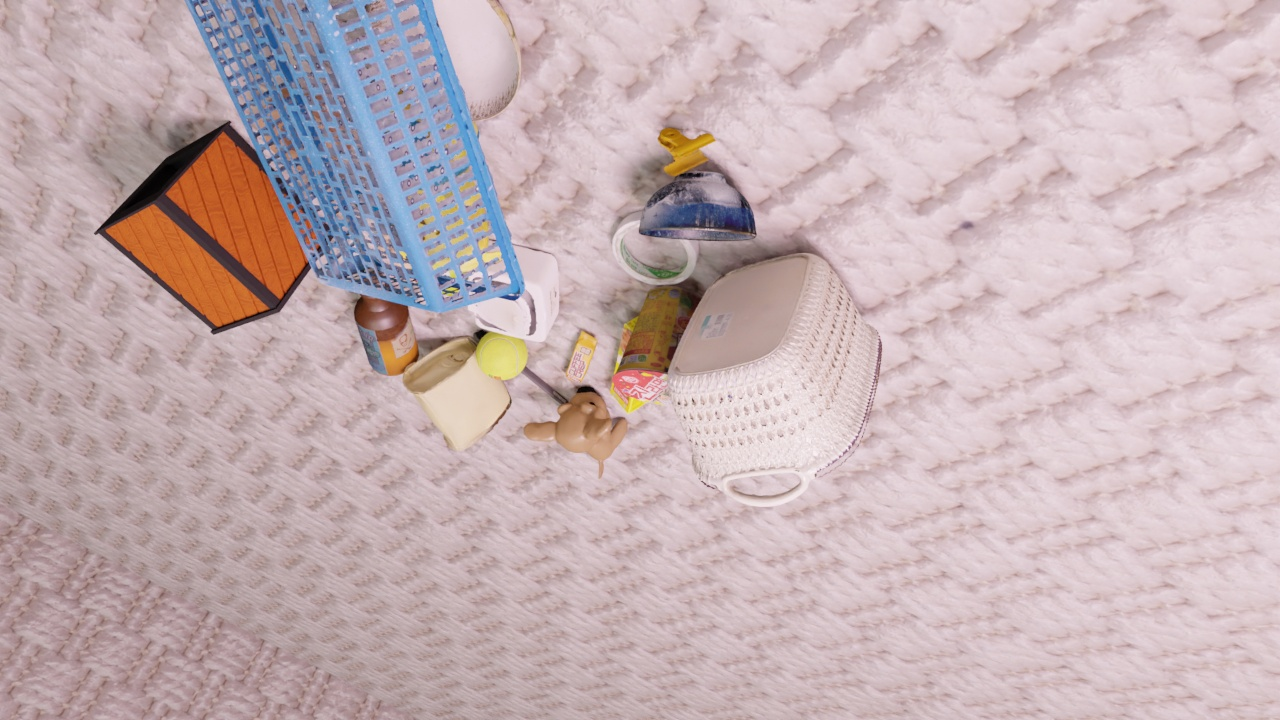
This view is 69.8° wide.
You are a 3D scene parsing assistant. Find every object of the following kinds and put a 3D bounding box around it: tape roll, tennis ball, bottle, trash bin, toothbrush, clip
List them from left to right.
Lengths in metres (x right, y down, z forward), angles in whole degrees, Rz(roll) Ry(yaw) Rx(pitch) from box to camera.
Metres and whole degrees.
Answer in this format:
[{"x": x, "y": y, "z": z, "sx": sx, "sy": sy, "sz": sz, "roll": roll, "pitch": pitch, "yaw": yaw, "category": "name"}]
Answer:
[{"x": -0.491, "y": -0.150, "z": 1.076, "sx": 0.140, "sy": 0.139, "sz": 0.172, "roll": -12, "pitch": 132, "yaw": 35, "category": "trash bin"}, {"x": -0.362, "y": -0.246, "z": 0.991, "sx": 0.094, "sy": 0.027, "sz": 0.094, "roll": 13, "pitch": 142, "yaw": 10, "category": "tape roll"}, {"x": -0.331, "y": -0.052, "z": 1.182, "sx": 0.068, "sy": 0.067, "sz": 0.157, "roll": 13, "pitch": 142, "yaw": 9, "category": "bottle"}, {"x": -0.176, "y": -0.008, "z": 1.168, "sx": 0.065, "sy": 0.065, "sz": 0.065, "roll": 13, "pitch": 142, "yaw": 10, "category": "tennis ball"}, {"x": -0.157, "y": 0.013, "z": 1.228, "sx": 0.013, "sy": 0.012, "sz": 0.167, "roll": -29, "pitch": 121, "yaw": 35, "category": "toothbrush"}, {"x": 0.016, "y": -0.119, "z": 0.984, "sx": 0.094, "sy": 0.018, "sz": 0.094, "roll": 13, "pitch": 142, "yaw": 10, "category": "tape roll"}, {"x": 0.039, "y": -0.198, "z": 0.860, "sx": 0.047, "sy": 0.054, "sz": 0.048, "roll": 9, "pitch": 125, "yaw": 49, "category": "clip"}]

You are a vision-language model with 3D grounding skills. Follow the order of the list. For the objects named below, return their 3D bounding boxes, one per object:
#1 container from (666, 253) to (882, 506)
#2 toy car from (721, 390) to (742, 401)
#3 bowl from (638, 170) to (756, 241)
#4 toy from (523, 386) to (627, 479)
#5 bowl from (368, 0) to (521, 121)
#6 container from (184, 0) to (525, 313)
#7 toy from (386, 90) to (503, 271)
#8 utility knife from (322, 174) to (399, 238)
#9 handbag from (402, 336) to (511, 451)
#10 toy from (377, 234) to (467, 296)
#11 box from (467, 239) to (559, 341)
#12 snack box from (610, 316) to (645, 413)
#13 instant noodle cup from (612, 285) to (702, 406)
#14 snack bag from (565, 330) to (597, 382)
[{"x": 0.129, "y": 0.006, "z": 0.916, "sx": 0.185, "sy": 0.250, "sz": 0.143, "roll": -13, "pitch": 122, "yaw": 33, "category": "container"}, {"x": 0.071, "y": 0.028, "z": 1.121, "sx": 0.113, "sy": 0.040, "sz": 0.049, "roll": 12, "pitch": 143, "yaw": 9, "category": "toy car"}, {"x": 0.056, "y": -0.149, "z": 0.882, "sx": 0.114, "sy": 0.061, "sz": 0.114, "roll": 2, "pitch": -176, "yaw": 0, "category": "bowl"}, {"x": -0.069, "y": 0.092, "z": 1.221, "sx": 0.134, "sy": 0.105, "sz": 0.108, "roll": -5, "pitch": 153, "yaw": 30, "category": "toy"}, {"x": -0.164, "y": -0.292, "z": 0.817, "sx": 0.145, "sy": 0.063, "sz": 0.145, "roll": 12, "pitch": 141, "yaw": 10, "category": "bowl"}, {"x": -0.267, "y": -0.207, "z": 0.832, "sx": 0.257, "sy": 0.089, "sz": 0.363, "roll": 14, "pitch": 133, "yaw": 38, "category": "container"}, {"x": -0.210, "y": -0.180, "z": 0.958, "sx": 0.149, "sy": 0.083, "sz": 0.214, "roll": 31, "pitch": 148, "yaw": 25, "category": "toy"}, {"x": -0.311, "y": -0.176, "z": 1.008, "sx": 0.175, "sy": 0.015, "sz": 0.031, "roll": 36, "pitch": 145, "yaw": 31, "category": "utility knife"}, {"x": -0.241, "y": 0.043, "z": 1.230, "sx": 0.081, "sy": 0.111, "sz": 0.119, "roll": 37, "pitch": 159, "yaw": 48, "category": "handbag"}, {"x": -0.258, "y": -0.123, "z": 1.083, "sx": 0.118, "sy": 0.043, "sz": 0.092, "roll": 29, "pitch": 143, "yaw": -8, "category": "toy"}, {"x": -0.156, "y": -0.067, "z": 1.065, "sx": 0.102, "sy": 0.095, "sz": 0.107, "roll": 13, "pitch": 140, "yaw": 7, "category": "box"}, {"x": -0.007, "y": 0.007, "z": 1.126, "sx": 0.040, "sy": 0.028, "sz": 0.148, "roll": 47, "pitch": 149, "yaw": 23, "category": "snack box"}, {"x": 0.030, "y": -0.018, "z": 1.011, "sx": 0.100, "sy": 0.112, "sz": 0.100, "roll": 12, "pitch": 159, "yaw": 5, "category": "instant noodle cup"}, {"x": -0.076, "y": -0.002, "z": 1.168, "sx": 0.026, "sy": 0.020, "sz": 0.099, "roll": 23, "pitch": 142, "yaw": -2, "category": "snack bag"}]
